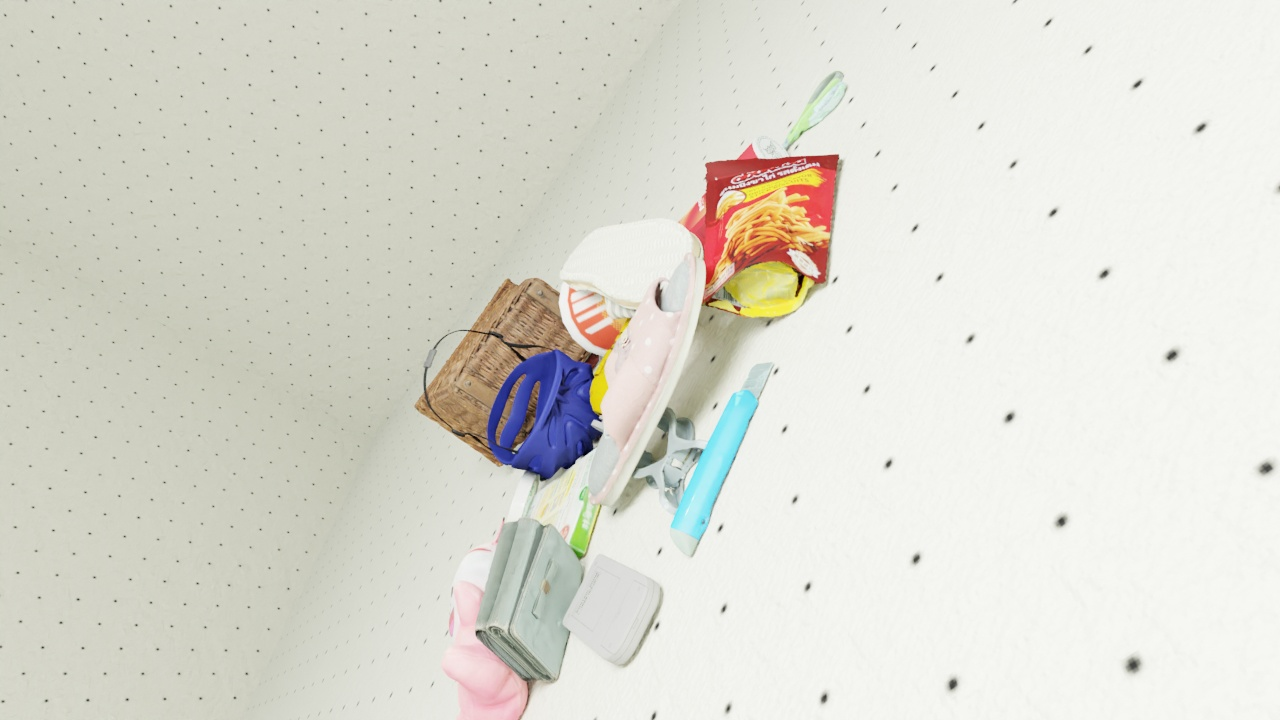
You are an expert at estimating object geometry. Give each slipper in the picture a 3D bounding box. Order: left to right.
[{"bbox_3d":[-0.012,-0.102,1.016,0.114,0.054,0.273,-59,29,-5],"label":"slipper"},{"bbox_3d":[-0.007,0.021,0.873,0.114,0.054,0.275,-97,27,-64],"label":"slipper"}]

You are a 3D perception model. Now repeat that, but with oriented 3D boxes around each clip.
[{"bbox_3d":[0.036,0.073,0.861,0.115,0.028,0.163,-59,17,3],"label":"clip"}]

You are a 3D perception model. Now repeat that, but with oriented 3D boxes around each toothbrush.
[{"bbox_3d":[-0.112,0.053,1.346,0.190,0.016,0.016,-51,13,22],"label":"toothbrush"}]

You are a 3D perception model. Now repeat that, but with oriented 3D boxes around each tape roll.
[{"bbox_3d":[-0.148,0.184,1.147,0.094,0.018,0.094,21,-96,-88],"label":"tape roll"}]

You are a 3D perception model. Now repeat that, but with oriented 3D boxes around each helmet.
[{"bbox_3d":[-0.153,0.048,1.093,0.242,0.227,0.147,-27,42,68],"label":"helmet"}]

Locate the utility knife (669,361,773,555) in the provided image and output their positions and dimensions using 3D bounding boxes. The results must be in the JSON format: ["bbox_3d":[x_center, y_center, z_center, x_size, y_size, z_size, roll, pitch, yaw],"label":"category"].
[{"bbox_3d":[0.070,0.077,0.772,0.185,0.031,0.015,-62,-23,-18],"label":"utility knife"}]

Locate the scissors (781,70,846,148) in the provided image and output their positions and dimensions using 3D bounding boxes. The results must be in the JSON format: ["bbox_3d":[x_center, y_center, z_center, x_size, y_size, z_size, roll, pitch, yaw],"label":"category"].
[{"bbox_3d":[0.181,-0.270,1.087,0.175,0.032,0.092,-41,26,36],"label":"scissors"}]

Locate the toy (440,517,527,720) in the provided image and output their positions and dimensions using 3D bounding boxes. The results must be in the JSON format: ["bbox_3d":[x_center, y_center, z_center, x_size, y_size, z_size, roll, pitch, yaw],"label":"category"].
[{"bbox_3d":[-0.153,0.272,0.930,0.213,0.084,0.142,-102,11,-63],"label":"toy"}]

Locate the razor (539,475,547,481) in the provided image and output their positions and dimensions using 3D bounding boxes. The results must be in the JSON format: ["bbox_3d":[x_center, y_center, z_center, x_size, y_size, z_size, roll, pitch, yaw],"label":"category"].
[{"bbox_3d":[-0.096,0.097,1.208,0.144,0.022,0.042,-52,19,20],"label":"razor"}]

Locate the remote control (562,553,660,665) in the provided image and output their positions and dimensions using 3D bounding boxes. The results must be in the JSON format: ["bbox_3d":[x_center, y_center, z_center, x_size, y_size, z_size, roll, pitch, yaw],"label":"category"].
[{"bbox_3d":[-0.025,0.215,0.797,0.074,0.019,0.151,-62,16,-12],"label":"remote control"}]

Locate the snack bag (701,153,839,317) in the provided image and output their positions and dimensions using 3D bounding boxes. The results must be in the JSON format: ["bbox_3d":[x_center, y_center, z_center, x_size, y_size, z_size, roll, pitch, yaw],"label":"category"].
[{"bbox_3d":[0.121,-0.130,0.879,0.139,0.067,0.207,-7,43,20],"label":"snack bag"}]

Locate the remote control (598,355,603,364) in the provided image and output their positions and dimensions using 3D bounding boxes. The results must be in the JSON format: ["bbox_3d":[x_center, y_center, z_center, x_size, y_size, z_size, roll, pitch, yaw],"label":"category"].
[{"bbox_3d":[-0.045,0.000,1.250,0.033,0.013,0.136,-50,18,24],"label":"remote control"}]

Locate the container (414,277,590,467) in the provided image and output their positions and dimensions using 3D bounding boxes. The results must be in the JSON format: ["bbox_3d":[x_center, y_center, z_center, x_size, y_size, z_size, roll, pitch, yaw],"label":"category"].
[{"bbox_3d":[-0.177,0.004,1.315,0.249,0.162,0.183,-57,11,-18],"label":"container"}]

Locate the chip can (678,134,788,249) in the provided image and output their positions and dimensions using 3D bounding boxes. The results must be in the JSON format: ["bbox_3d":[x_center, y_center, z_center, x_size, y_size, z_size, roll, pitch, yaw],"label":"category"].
[{"bbox_3d":[0.092,-0.182,1.113,0.215,0.052,0.051,-43,22,42],"label":"chip can"}]

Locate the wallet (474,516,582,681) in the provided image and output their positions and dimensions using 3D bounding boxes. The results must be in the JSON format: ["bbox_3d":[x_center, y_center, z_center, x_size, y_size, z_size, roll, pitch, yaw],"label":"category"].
[{"bbox_3d":[-0.102,0.225,0.864,0.054,0.100,0.131,-20,36,29],"label":"wallet"}]

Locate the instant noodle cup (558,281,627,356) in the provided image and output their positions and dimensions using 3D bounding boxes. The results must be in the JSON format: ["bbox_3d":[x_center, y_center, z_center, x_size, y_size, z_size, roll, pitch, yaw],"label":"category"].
[{"bbox_3d":[-0.016,-0.081,1.143,0.121,0.123,0.123,-23,38,51],"label":"instant noodle cup"}]

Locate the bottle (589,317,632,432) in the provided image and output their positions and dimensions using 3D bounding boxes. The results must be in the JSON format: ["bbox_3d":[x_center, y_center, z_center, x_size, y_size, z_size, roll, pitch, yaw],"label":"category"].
[{"bbox_3d":[-0.006,0.006,1.026,0.163,0.071,0.071,-61,17,-11],"label":"bottle"}]

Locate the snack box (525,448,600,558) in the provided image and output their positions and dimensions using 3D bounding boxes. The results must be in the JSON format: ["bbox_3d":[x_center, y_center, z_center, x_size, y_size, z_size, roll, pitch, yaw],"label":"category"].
[{"bbox_3d":[-0.095,0.184,1.040,0.168,0.027,0.131,-41,24,46],"label":"snack box"}]
